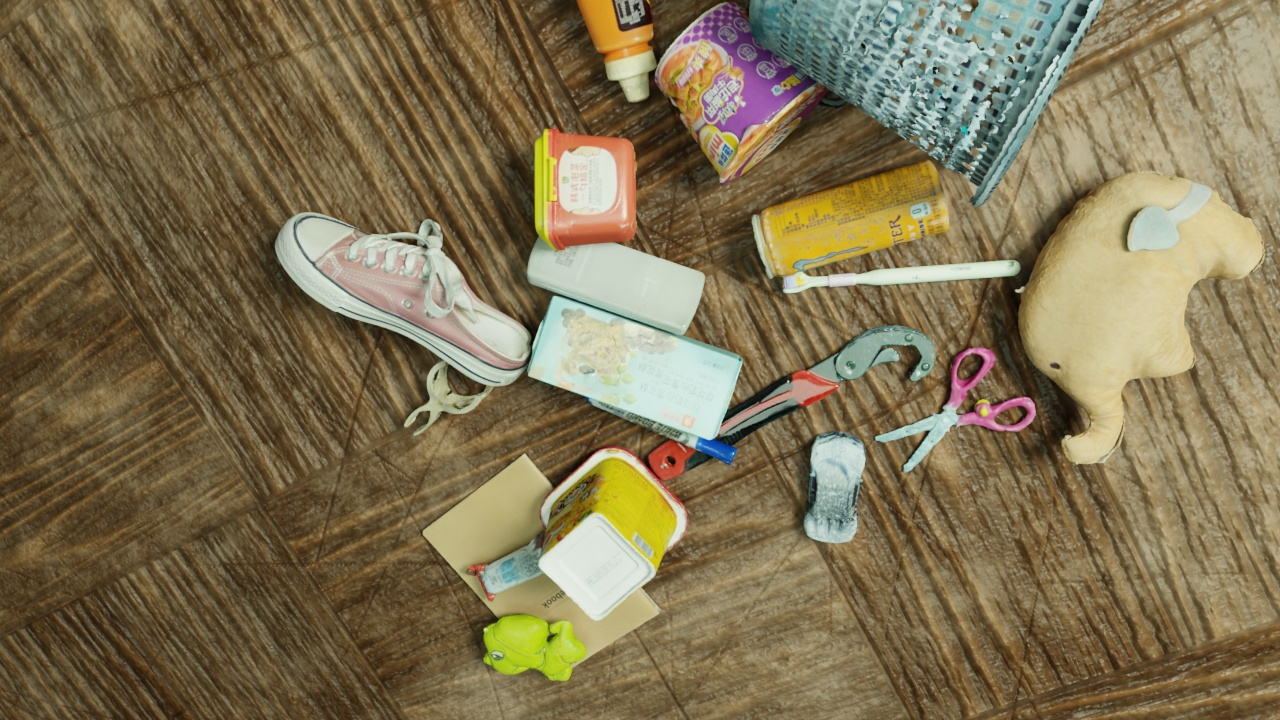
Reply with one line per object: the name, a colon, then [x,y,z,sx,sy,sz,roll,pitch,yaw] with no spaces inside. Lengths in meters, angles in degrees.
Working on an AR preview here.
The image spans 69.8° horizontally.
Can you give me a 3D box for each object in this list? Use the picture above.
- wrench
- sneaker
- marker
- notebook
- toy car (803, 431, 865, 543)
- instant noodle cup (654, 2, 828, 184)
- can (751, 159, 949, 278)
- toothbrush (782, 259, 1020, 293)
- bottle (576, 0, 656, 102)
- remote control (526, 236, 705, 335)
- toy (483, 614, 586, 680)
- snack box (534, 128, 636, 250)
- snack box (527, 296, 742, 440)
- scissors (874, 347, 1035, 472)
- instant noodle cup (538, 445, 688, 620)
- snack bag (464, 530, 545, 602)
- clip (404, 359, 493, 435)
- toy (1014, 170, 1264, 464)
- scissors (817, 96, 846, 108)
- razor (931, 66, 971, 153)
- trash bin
wrench: [0.126,0.039,0.810,0.274,0.016,0.056,-26,96,17]
sneaker: [-0.194,-0.069,0.792,0.241,0.118,0.088,31,128,-6]
marker: [0.017,0.058,0.826,0.146,0.016,0.017,23,111,14]
notebook: [-0.100,0.210,0.915,0.148,0.008,0.207,-37,97,20]
toy car: [0.173,0.115,0.818,0.049,0.031,0.106,4,108,9]
instant noodle cup: [0.072,-0.208,0.697,0.112,0.111,0.099,-40,88,20]
can: [0.166,-0.111,0.731,0.146,0.058,0.058,-15,104,16]
toothbrush: [0.213,-0.071,0.756,0.190,0.029,0.020,-2,149,11]
bottle: [-0.019,-0.277,0.715,0.067,0.066,0.149,-10,113,14]
remote control: [-0.022,-0.070,0.788,0.150,0.021,0.058,20,71,5]
toy: [-0.109,0.285,0.920,0.100,0.031,0.097,33,111,-5]
snack box: [-0.043,-0.138,0.748,0.080,0.082,0.091,0,88,3]
snack box: [-0.005,0.005,0.799,0.175,0.051,0.074,19,96,5]
scissors: [0.262,0.041,0.786,0.136,0.017,0.108,-19,105,20]
instant noodle cup: [-0.030,0.157,0.818,0.116,0.123,0.116,-42,96,15]
snack bag: [-0.121,0.203,0.897,0.105,0.026,0.045,-27,91,17]
clip: [-0.188,0.024,0.860,0.102,0.034,0.095,-13,109,23]
toy: [0.361,-0.033,0.707,0.143,0.082,0.226,26,114,15]
scissors: [0.130,-0.284,0.709,0.133,0.014,0.175,-1,105,13]
razor: [0.223,-0.217,0.699,0.043,0.028,0.132,-25,96,5]
trash bin: [0.187,-0.243,0.592,0.195,0.226,0.227,29,111,12]
